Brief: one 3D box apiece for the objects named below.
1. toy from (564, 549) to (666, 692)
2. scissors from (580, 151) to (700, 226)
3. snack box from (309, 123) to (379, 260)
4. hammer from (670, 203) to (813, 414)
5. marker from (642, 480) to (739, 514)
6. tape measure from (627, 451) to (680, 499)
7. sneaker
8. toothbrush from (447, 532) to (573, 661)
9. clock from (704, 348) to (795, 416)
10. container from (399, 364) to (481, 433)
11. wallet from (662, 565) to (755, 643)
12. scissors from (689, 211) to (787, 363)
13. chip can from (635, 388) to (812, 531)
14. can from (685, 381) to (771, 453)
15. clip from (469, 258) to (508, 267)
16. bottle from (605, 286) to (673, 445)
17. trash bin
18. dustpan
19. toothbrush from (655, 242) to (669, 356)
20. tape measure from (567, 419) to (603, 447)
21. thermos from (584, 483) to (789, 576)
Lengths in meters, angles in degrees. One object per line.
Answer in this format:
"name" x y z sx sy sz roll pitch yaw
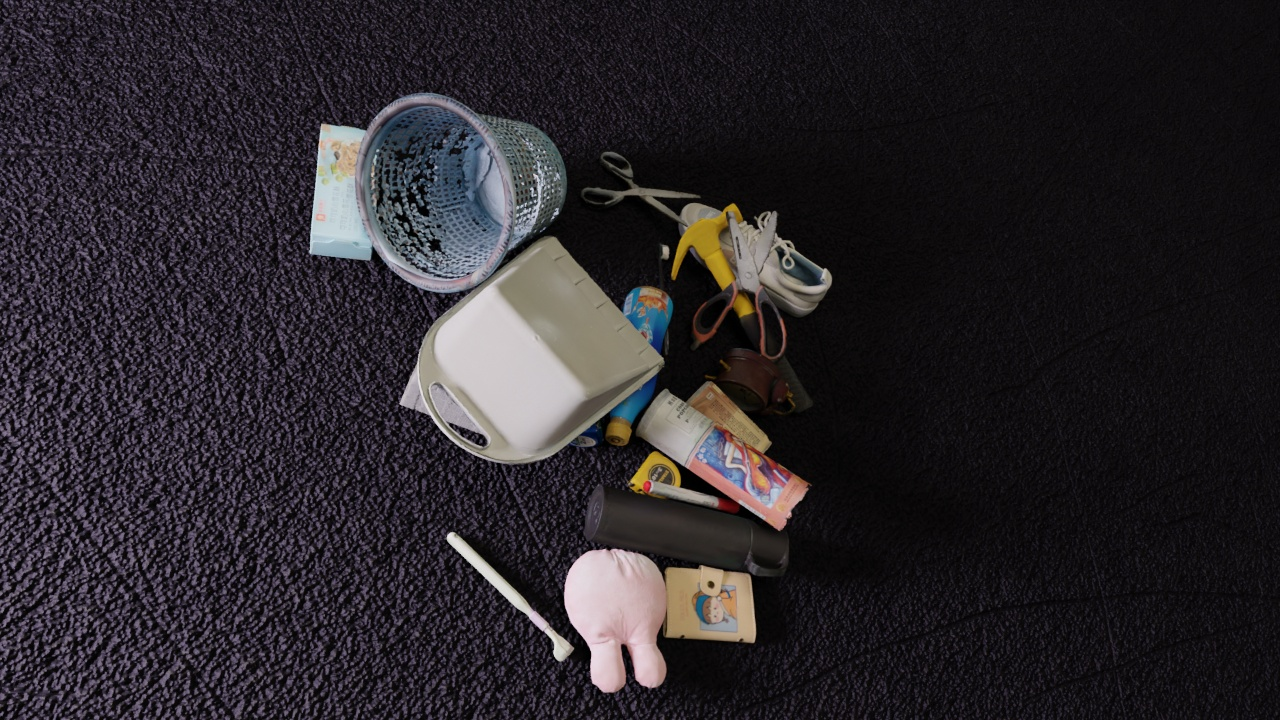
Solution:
"toy" -0.024 0.291 1.034 0.121 0.054 0.159 2 60 -19
"scissors" -0.005 -0.243 1.321 0.159 0.014 0.180 -26 64 -21
"snack box" -0.372 -0.213 1.158 0.074 0.052 0.174 5 62 -20
"hammer" 0.149 -0.061 1.271 0.129 0.033 0.300 -31 86 8
"marker" 0.064 0.168 1.129 0.145 0.017 0.017 19 57 -33
"tape measure" 0.020 0.149 1.140 0.057 0.029 0.059 38 58 1
"sneaker" 0.166 -0.158 1.318 0.242 0.091 0.089 33 56 -2
"toothbrush" -0.148 0.261 1.024 0.189 0.020 0.029 44 27 5
"clock" 0.151 0.035 1.219 0.122 0.082 0.055 30 61 -4
"container" -0.208 0.024 1.081 0.114 0.090 0.090 25 58 -11
"wallet" 0.082 0.290 1.097 0.115 0.024 0.087 8 67 -16
"scissors" 0.144 -0.092 1.247 0.189 0.015 0.227 42 96 7
"chip can" 0.101 0.122 1.132 0.215 0.071 0.071 34 56 12
"can" 0.110 0.085 1.190 0.116 0.059 0.058 45 57 5
"clip" -0.197 -0.125 1.198 0.058 0.027 0.043 -28 91 -38
"bottle" -0.007 0.007 1.180 0.065 0.065 0.218 19 59 -11
"trash bin" -0.198 -0.212 1.129 0.226 0.227 0.194 48 30 7
"dustpan" -0.129 -0.002 1.076 0.222 0.143 0.257 48 25 1
"toothbrush" 0.033 -0.086 1.274 0.018 0.016 0.180 13 59 -25
"tape measure" -0.072 0.086 1.120 0.054 0.058 0.025 4 63 5
"thermos" 0.060 0.209 1.092 0.242 0.090 0.068 14 102 -14
